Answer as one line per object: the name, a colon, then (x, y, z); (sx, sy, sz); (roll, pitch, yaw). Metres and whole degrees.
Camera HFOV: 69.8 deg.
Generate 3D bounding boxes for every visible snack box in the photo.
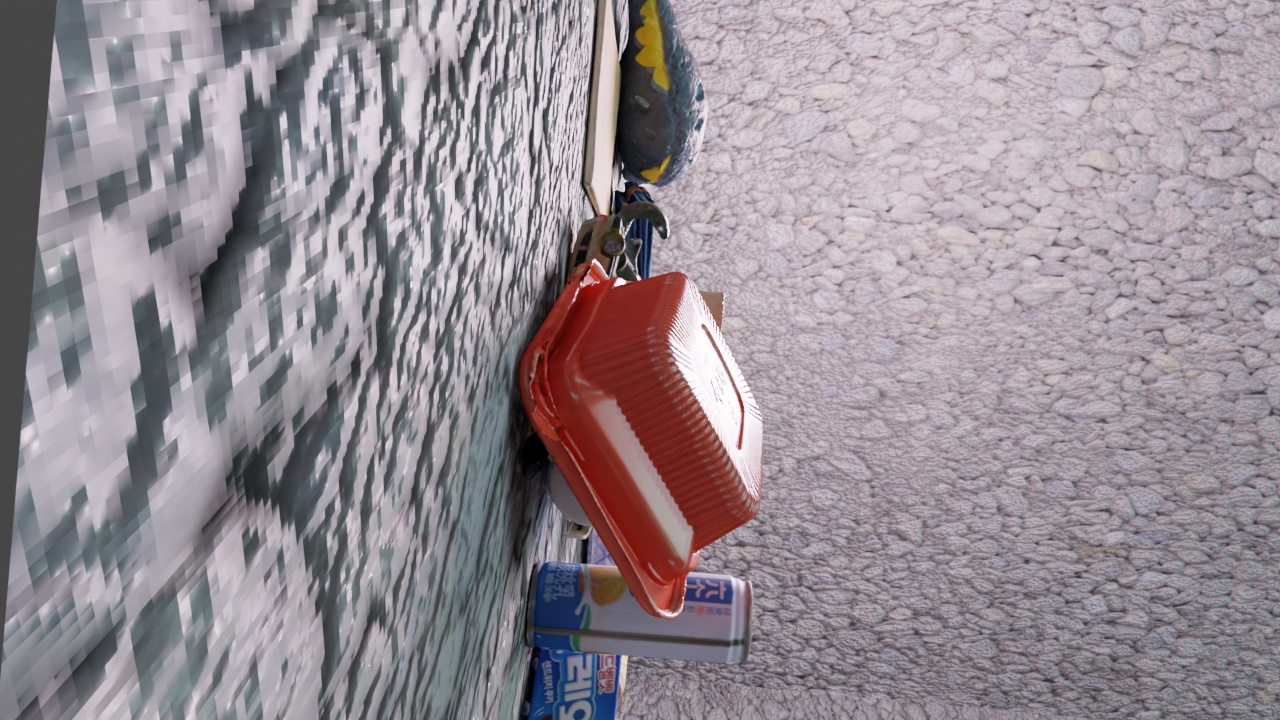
snack box: (-0.046, 0.242, 0.571); (0.207, 0.058, 0.057); (-83, 180, -52)

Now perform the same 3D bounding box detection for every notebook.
notebook: (-0.029, -0.196, 0.759); (0.207, 0.008, 0.148); (36, 59, -89)

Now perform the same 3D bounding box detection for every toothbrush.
toothbrush: (-0.051, 0.027, 0.544); (0.188, 0.014, 0.017); (-82, -176, -72)

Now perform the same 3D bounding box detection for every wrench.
wrench: (-0.005, 0.004, 0.771); (0.016, 0.056, 0.273); (-55, 146, -72)

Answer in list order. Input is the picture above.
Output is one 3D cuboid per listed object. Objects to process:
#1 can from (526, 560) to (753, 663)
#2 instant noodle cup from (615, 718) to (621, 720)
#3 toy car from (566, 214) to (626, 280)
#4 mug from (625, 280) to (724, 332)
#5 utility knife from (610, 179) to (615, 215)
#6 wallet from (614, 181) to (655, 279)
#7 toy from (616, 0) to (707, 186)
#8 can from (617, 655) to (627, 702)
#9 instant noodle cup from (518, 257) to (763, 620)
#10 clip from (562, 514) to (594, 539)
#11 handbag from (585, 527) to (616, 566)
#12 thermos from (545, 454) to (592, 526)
can: (0.000, 0.155, 0.567); (0.053, 0.134, 0.053); (11, 83, -88)
instant noodle cup: (-0.019, 0.354, 0.736); (0.138, 0.138, 0.108); (89, 15, -75)
toy car: (-0.032, -0.052, 0.615); (0.042, 0.035, 0.090); (77, 25, -78)
mug: (0.004, -0.014, 0.695); (0.125, 0.103, 0.084); (90, 9, -83)
utility knife: (-0.030, -0.088, 0.920); (0.034, 0.018, 0.199); (-81, 175, -60)
wallet: (-0.008, -0.124, 0.941); (0.133, 0.040, 0.106); (-114, -154, -69)
toy: (0.013, -0.256, 0.940); (0.357, 0.091, 0.137); (94, -27, -69)
can: (-0.040, 0.265, 0.854); (0.116, 0.058, 0.059); (-83, 177, -65)
instant noodle cup: (0.011, 0.028, 0.513); (0.164, 0.079, 0.188); (60, 20, -20)
clip: (-0.044, 0.135, 0.774); (0.102, 0.035, 0.093); (-74, 169, -58)
handbag: (-0.021, 0.189, 1.019); (0.134, 0.075, 0.194); (-83, 178, -59)
thermos: (-0.023, 0.062, 0.658); (0.224, 0.073, 0.073); (-74, 168, -81)
